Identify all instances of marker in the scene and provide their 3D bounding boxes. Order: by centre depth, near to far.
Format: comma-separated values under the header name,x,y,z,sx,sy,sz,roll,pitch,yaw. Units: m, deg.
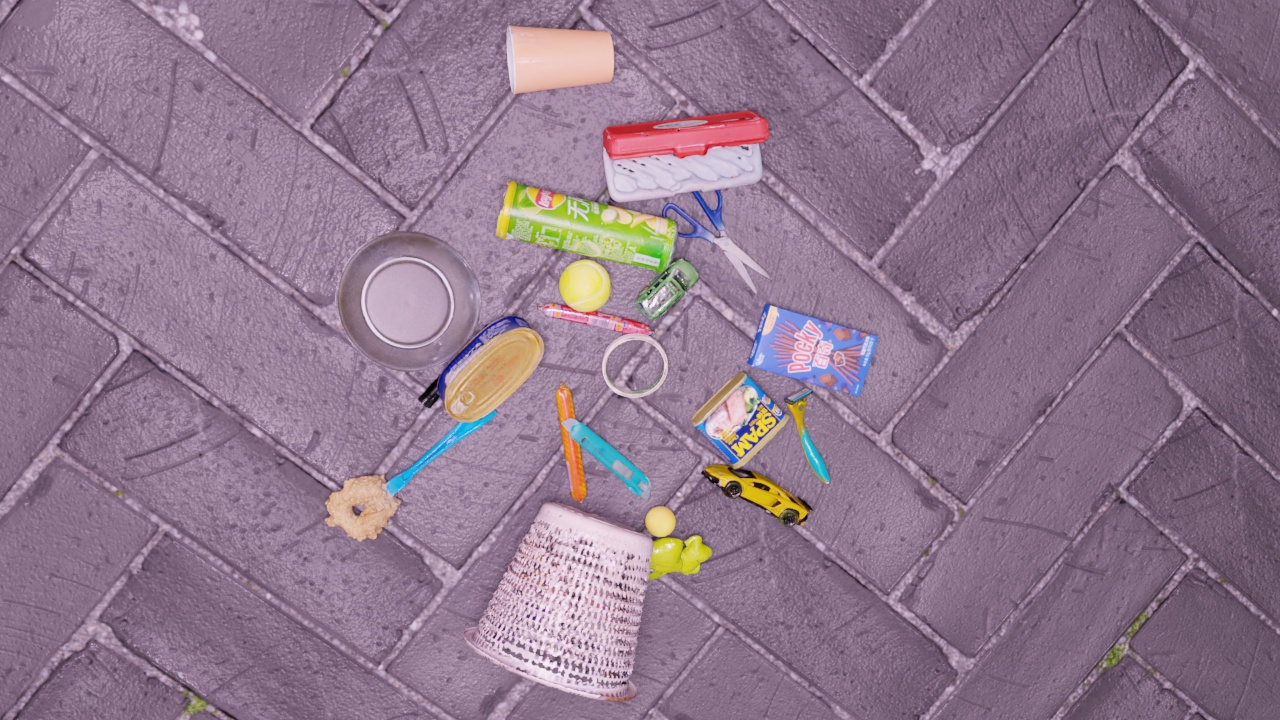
name,x,y,z,sx,sy,sz,roll,pitch,yaw
marker,-0.232,0.008,1.167,0.132,0.022,0.020,-46,135,1

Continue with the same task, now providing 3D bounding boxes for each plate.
name,x,y,z,sx,sy,sz,roll,pitch,yaw
plate,-0.291,-0.073,1.148,0.179,0.024,0.179,-1,98,-7

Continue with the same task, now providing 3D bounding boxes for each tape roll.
name,x,y,z,sx,sy,sz,roll,pitch,yaw
tape roll,-0.007,0.007,1.190,0.086,0.014,0.086,-1,111,-4

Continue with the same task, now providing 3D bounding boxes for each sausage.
name,x,y,z,sx,sy,sz,roll,pitch,yaw
sausage,-0.057,-0.053,1.181,0.156,0.020,0.020,12,96,-9
sausage,-0.091,0.109,1.199,0.021,0.021,0.165,-9,99,-6

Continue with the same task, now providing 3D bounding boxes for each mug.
name,x,y,z,sx,sy,sz,roll,pitch,yaw
mug,-0.097,-0.364,1.107,0.122,0.078,0.078,-5,99,-12

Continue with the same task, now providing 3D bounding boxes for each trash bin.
name,x,y,z,sx,sy,sz,roll,pitch,yaw
trash bin,-0.082,0.289,1.143,0.227,0.228,0.192,20,82,-9

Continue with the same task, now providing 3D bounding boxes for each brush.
name,x,y,z,sx,sy,sz,roll,pitch,yaw
brush,-0.291,0.137,1.174,0.254,0.046,0.083,-38,97,-4

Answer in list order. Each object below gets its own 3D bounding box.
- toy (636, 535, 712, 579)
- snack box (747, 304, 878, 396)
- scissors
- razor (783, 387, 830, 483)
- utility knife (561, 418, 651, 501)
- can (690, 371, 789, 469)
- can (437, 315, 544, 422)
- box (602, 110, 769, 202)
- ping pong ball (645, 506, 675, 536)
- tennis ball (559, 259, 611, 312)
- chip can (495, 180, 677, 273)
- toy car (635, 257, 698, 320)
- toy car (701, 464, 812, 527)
name,x,y,z,sx,sy,sz,roll,pitch,yaw
toy,0.040,0.263,1.226,0.100,0.031,0.097,19,121,-26
snack box,0.229,-0.013,1.218,0.157,0.026,0.084,15,97,-9
scissors,0.109,-0.166,1.190,0.171,0.012,0.141,14,97,-10
razor,0.228,0.105,1.234,0.043,0.028,0.132,-26,99,-35
utility knife,-0.041,0.129,1.202,0.164,0.013,0.029,42,77,-19
can,0.129,0.077,1.205,0.102,0.057,0.083,-45,98,0
can,-0.189,0.009,1.146,0.148,0.049,0.074,-45,126,-1
box,0.056,-0.249,1.141,0.201,0.095,0.099,-9,116,-7
ping pong ball,0.027,0.214,1.219,0.040,0.040,0.040,-1,98,-7
tennis ball,-0.069,-0.093,1.151,0.065,0.065,0.065,-1,98,-7
chip can,-0.064,-0.164,1.138,0.221,0.072,0.072,12,96,-9
toy car,0.035,-0.092,1.180,0.091,0.036,0.043,-45,99,-3
toy car,0.154,0.174,1.213,0.156,0.071,0.041,26,95,-9
